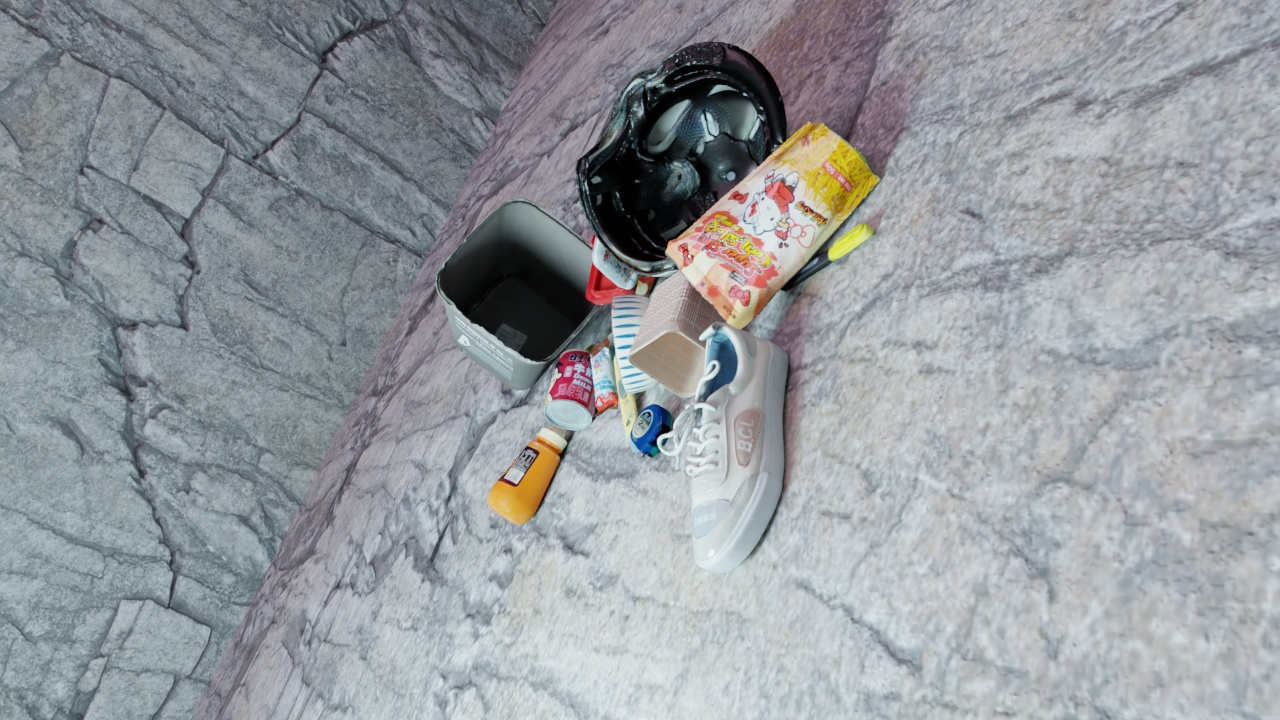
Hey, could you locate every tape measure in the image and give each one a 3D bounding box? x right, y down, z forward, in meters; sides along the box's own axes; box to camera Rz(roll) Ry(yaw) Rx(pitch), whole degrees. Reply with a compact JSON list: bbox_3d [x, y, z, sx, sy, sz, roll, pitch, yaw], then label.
[{"bbox_3d":[0.013,0.077,1.025,0.054,0.025,0.058,-54,27,7],"label":"tape measure"}]

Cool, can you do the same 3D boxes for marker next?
[{"bbox_3d":[0.181,-0.100,0.910,0.124,0.015,0.018,-35,27,47],"label":"marker"}]

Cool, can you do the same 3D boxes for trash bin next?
[{"bbox_3d":[-0.174,-0.075,1.320,0.198,0.199,0.220,-51,-2,-23],"label":"trash bin"}]

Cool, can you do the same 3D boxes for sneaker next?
[{"bbox_3d":[0.073,0.068,0.830,0.090,0.090,0.241,-33,35,48],"label":"sneaker"}]

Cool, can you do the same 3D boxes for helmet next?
[{"bbox_3d":[0.070,-0.223,1.084,0.274,0.230,0.156,-50,-20,18],"label":"helmet"}]

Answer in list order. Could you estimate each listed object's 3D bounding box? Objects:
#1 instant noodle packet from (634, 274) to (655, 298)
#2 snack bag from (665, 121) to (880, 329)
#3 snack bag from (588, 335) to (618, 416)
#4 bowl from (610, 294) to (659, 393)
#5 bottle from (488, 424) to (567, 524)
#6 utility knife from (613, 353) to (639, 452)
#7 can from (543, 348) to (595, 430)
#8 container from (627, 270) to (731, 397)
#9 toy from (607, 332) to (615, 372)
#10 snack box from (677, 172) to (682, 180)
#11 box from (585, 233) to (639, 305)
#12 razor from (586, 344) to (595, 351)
[{"bbox_3d":[-0.012,-0.127,1.304,0.110,0.044,0.128,-64,21,-6],"label":"instant noodle packet"},{"bbox_3d":[0.134,-0.143,0.940,0.208,0.073,0.128,-43,64,6],"label":"snack bag"},{"bbox_3d":[-0.047,0.023,1.189,0.045,0.026,0.105,-39,51,44],"label":"snack bag"},{"bbox_3d":[0.008,-0.022,1.077,0.066,0.117,0.116,-8,39,7],"label":"bowl"},{"bbox_3d":[-0.142,0.144,1.225,0.149,0.066,0.067,-58,22,-16],"label":"bottle"},{"bbox_3d":[-0.014,0.045,1.120,0.031,0.019,0.182,-55,35,35],"label":"utility knife"},{"bbox_3d":[-0.088,0.038,1.229,0.067,0.066,0.093,-36,31,43],"label":"can"},{"bbox_3d":[0.054,-0.037,1.002,0.090,0.090,0.110,-32,32,48],"label":"container"},{"bbox_3d":[-0.016,-0.030,1.203,0.092,0.030,0.096,-29,57,45],"label":"toy"},{"bbox_3d":[0.085,-0.282,1.266,0.241,0.063,0.114,-21,42,57],"label":"snack box"},{"bbox_3d":[-0.038,-0.183,1.205,0.095,0.100,0.200,-8,59,36],"label":"box"},{"bbox_3d":[-0.089,0.028,1.298,0.043,0.028,0.132,-35,31,52],"label":"razor"}]
